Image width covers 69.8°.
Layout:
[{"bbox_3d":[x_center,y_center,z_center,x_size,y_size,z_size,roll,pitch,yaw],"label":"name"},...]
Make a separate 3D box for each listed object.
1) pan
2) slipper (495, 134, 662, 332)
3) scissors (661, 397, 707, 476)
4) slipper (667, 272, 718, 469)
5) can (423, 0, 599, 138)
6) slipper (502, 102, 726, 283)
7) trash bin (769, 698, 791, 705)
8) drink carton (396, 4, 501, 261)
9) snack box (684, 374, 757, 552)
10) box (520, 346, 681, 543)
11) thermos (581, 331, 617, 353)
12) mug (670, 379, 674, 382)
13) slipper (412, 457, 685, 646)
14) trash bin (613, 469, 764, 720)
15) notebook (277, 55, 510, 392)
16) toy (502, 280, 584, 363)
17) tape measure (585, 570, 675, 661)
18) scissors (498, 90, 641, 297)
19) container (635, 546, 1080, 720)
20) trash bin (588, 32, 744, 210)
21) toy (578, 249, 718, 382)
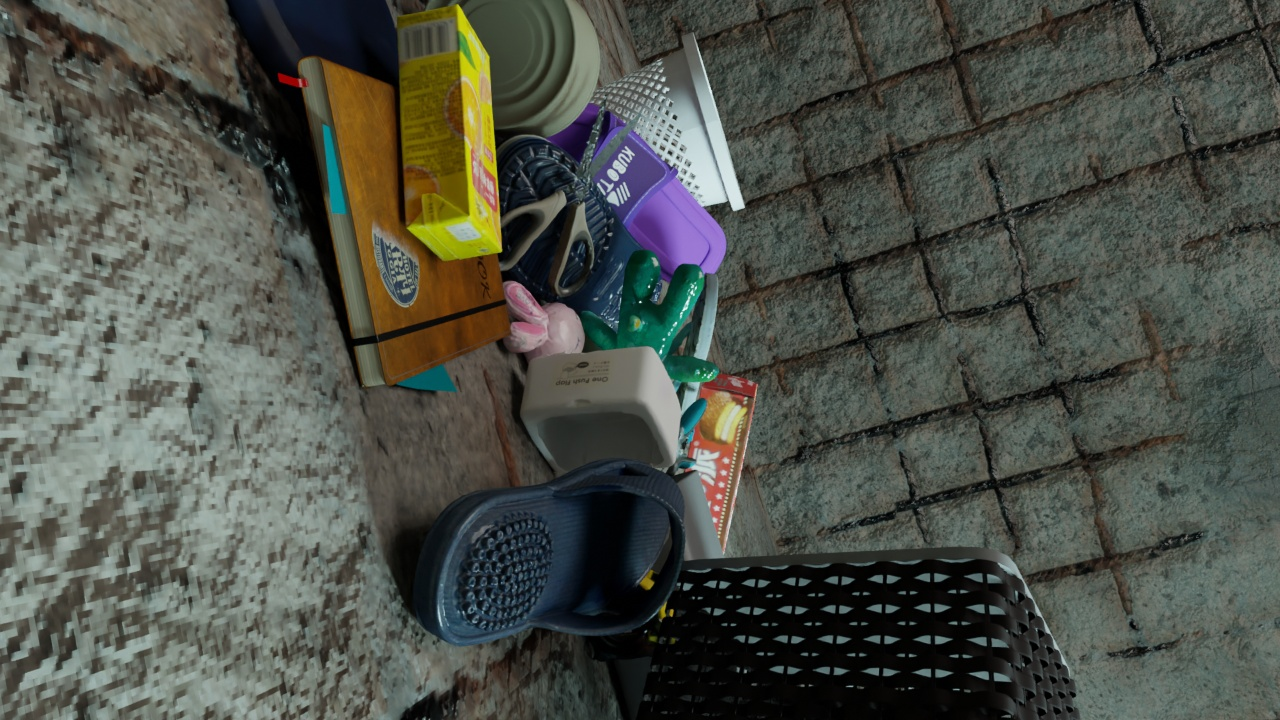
[{"bbox_3d":[-0.189,-0.266,0.581,0.355,0.021,0.199,-97,167,-46],"label":"pan"},{"bbox_3d":[-0.069,-0.102,0.799,0.095,0.105,0.252,39,-1,35],"label":"slipper"},{"bbox_3d":[0.040,0.081,0.872,0.125,0.019,0.156,86,24,-46],"label":"scissors"},{"bbox_3d":[0.036,0.012,0.964,0.098,0.055,0.269,-82,-177,-45],"label":"slipper"},{"bbox_3d":[-0.101,-0.240,0.716,0.073,0.128,0.128,-38,111,-78],"label":"can"},{"bbox_3d":[-0.003,-0.153,0.890,0.266,0.107,0.084,35,1,-34],"label":"slipper"},{"bbox_3d":[0.126,0.429,0.823,0.164,0.164,0.227,10,61,-79],"label":"trash bin"},{"bbox_3d":[-0.110,-0.130,0.535,0.058,0.043,0.134,55,28,-73],"label":"drink carton"},{"bbox_3d":[0.075,0.138,1.002,0.113,0.060,0.236,-36,137,-80],"label":"snack box"},{"bbox_3d":[-0.030,0.081,0.691,0.128,0.109,0.136,67,25,-46],"label":"box"},{"bbox_3d":[-0.025,-0.016,0.927,0.082,0.082,0.231,57,20,-60],"label":"thermos"},{"bbox_3d":[0.002,0.029,1.059,0.089,0.073,0.105,60,43,-54],"label":"mug"},{"bbox_3d":[-0.022,0.116,0.533,0.263,0.083,0.101,7,94,-64],"label":"slipper"},{"bbox_3d":[0.031,0.219,0.803,0.191,0.098,0.219,10,63,-79],"label":"trash bin"},{"bbox_3d":[-0.129,-0.072,0.551,0.249,0.014,0.178,-48,130,-79],"label":"notebook"},{"bbox_3d":[-0.077,-0.022,0.737,0.110,0.047,0.063,29,51,-58],"label":"toy"},{"bbox_3d":[-0.010,0.189,0.689,0.042,0.071,0.072,-36,117,-77],"label":"tape measure"},{"bbox_3d":[-0.055,-0.117,0.709,0.012,0.158,0.162,38,-27,42],"label":"scissors"},{"bbox_3d":[0.137,0.277,0.559,0.245,0.248,0.243,50,42,-41],"label":"container"},{"bbox_3d":[-0.008,-0.234,1.023,0.195,0.200,0.195,-16,89,-80],"label":"trash bin"},{"bbox_3d":[-0.004,0.004,0.770,0.072,0.131,0.193,-29,137,-66],"label":"toy"}]
